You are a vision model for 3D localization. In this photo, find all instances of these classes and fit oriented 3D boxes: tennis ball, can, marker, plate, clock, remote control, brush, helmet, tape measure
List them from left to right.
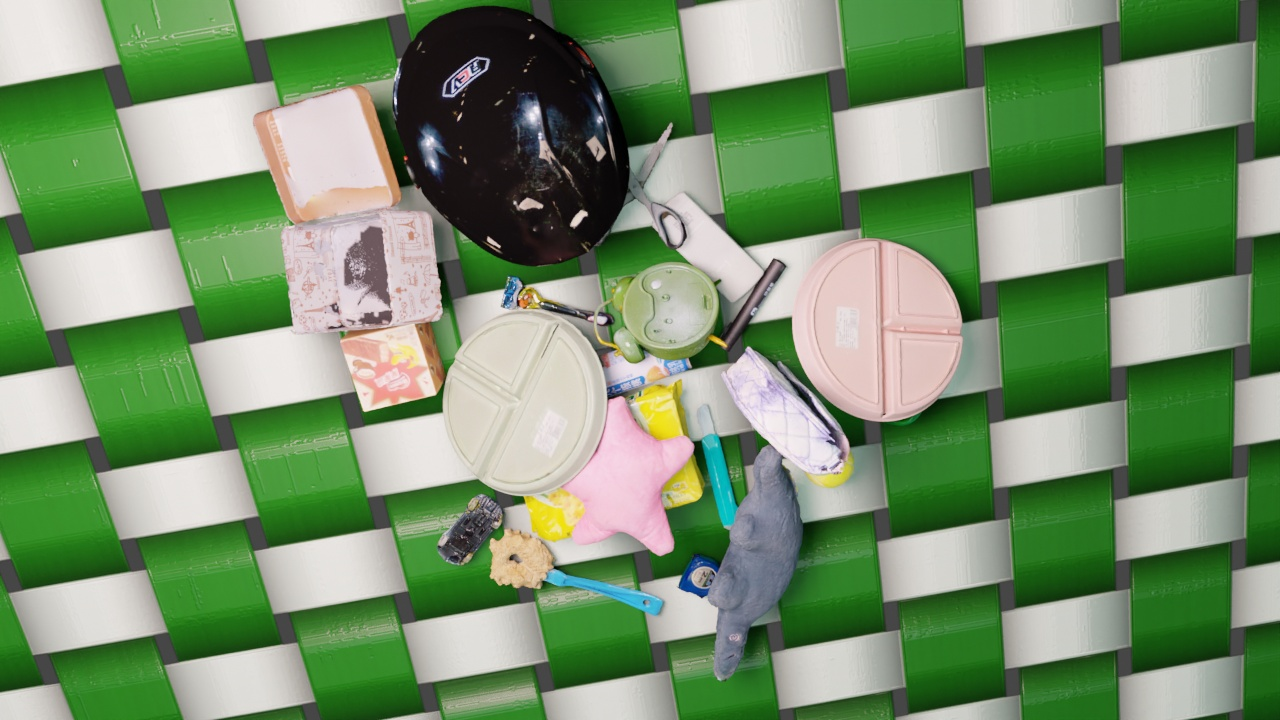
[{"bbox_3d":[-0.134,-0.236,0.993,0.233,0.230,0.275,-34,143,6],"label":"helmet"},{"bbox_3d":[-0.148,0.050,1.116,0.231,0.027,0.230,-1,87,25],"label":"plate"},{"bbox_3d":[-0.089,0.297,1.245,0.254,0.046,0.083,21,99,-12],"label":"brush"},{"bbox_3d":[-0.007,0.007,1.156,0.134,0.053,0.053,-19,106,2],"label":"can"},{"bbox_3d":[0.022,-0.054,1.115,0.161,0.056,0.116,-5,65,6],"label":"clock"},{"bbox_3d":[0.085,0.295,1.256,0.054,0.025,0.058,23,107,-11],"label":"tape measure"},{"bbox_3d":[0.083,-0.140,1.135,0.150,0.021,0.058,43,105,-12],"label":"remote control"},{"bbox_3d":[0.140,-0.070,1.161,0.022,0.020,0.132,36,103,13],"label":"marker"},{"bbox_3d":[0.245,0.134,1.198,0.065,0.065,0.065,-1,105,-3],"label":"tennis ball"},{"bbox_3d":[0.296,-0.041,1.122,0.229,0.028,0.229,2,82,-14],"label":"plate"}]

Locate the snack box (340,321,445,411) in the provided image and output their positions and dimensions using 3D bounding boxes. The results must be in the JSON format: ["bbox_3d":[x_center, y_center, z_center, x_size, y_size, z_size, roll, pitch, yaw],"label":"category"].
[{"bbox_3d":[-0.301,-0.001,1.127,0.093,0.077,0.094,-13,106,0],"label":"snack box"}]

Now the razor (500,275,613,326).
[{"bbox_3d":[-0.102,-0.066,1.148,0.142,0.022,0.043,16,106,-7],"label":"razor"}]

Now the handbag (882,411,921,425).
[{"bbox_3d":[0.309,0.014,1.172,0.131,0.068,0.120,27,92,-7],"label":"handbag"}]

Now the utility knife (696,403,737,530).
[{"bbox_3d":[0.104,0.145,1.221,0.029,0.013,0.193,-15,108,0],"label":"utility knife"}]

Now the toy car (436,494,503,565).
[{"bbox_3d":[-0.226,0.225,1.218,0.049,0.031,0.106,39,99,-11],"label":"toy car"}]

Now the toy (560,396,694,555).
[{"bbox_3d":[-0.031,0.138,1.114,0.178,0.074,0.195,10,103,5],"label":"toy"}]

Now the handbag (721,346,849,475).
[{"bbox_3d":[0.173,0.056,1.106,0.134,0.193,0.075,43,98,-13],"label":"handbag"}]

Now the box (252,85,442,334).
[{"bbox_3d":[-0.330,-0.165,1.037,0.178,0.088,0.262,-3,98,33],"label":"box"}]

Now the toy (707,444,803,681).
[{"bbox_3d":[0.153,0.255,1.196,0.091,0.137,0.357,22,114,27],"label":"toy"}]

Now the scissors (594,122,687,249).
[{"bbox_3d":[-0.010,-0.206,1.108,0.160,0.014,0.177,-26,94,15],"label":"scissors"}]

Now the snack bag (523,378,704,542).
[{"bbox_3d":[-0.044,0.130,1.182,0.246,0.068,0.158,-17,106,2],"label":"snack bag"}]
